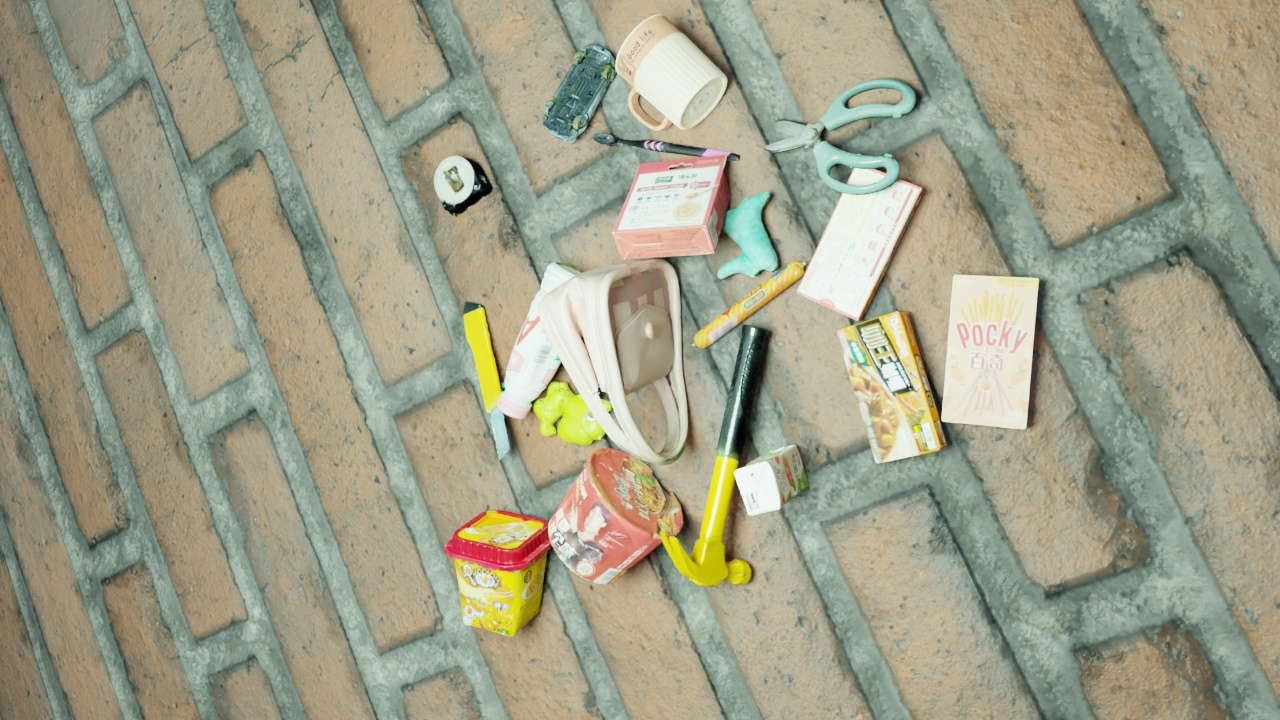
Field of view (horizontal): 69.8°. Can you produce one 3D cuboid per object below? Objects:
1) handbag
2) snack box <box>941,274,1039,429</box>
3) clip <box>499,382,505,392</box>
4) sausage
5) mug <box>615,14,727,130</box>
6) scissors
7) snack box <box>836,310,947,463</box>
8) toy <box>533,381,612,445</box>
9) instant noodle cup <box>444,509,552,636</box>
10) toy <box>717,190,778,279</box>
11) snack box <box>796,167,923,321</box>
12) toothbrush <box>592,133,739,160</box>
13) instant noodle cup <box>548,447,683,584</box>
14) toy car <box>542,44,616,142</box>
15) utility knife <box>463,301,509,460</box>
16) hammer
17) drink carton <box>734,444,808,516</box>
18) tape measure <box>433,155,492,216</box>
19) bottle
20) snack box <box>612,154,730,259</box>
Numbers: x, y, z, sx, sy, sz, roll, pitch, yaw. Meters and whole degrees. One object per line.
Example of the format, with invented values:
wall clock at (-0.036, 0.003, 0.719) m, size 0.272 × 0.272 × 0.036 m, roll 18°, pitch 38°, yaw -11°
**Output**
handbag at (-0.006, 0.006, 1.035) m, size 0.094 × 0.192 × 0.234 m, roll -16°, pitch 94°, yaw 29°
snack box at (0.364, -0.010, 0.959) m, size 0.084 × 0.026 × 0.157 m, roll 5°, pitch 94°, yaw 22°
clip at (-0.177, 0.038, 1.192) m, size 0.057 × 0.014 × 0.047 m, roll -21°, pitch 82°, yaw 21°
sausage at (0.124, -0.063, 1.059) m, size 0.165 × 0.021 × 0.021 m, roll -37°, pitch 78°, yaw 19°
mug at (0.030, -0.320, 1.064) m, size 0.106 × 0.081 × 0.115 m, roll 46°, pitch 134°, yaw 13°
scissors at (0.224, -0.259, 1.004) m, size 0.177 × 0.019 × 0.171 m, roll 32°, pitch 91°, yaw 34°
snack box at (0.271, 0.029, 0.991) m, size 0.075 × 0.026 × 0.153 m, roll -19°, pitch 83°, yaw 36°
toy at (-0.085, 0.069, 1.146) m, size 0.100 × 0.031 × 0.097 m, roll 46°, pitch 107°, yaw 19°
instant noodle cup at (-0.174, 0.268, 1.153) m, size 0.116 × 0.115 × 0.124 m, roll 8°, pitch 106°, yaw 22°
toy at (0.122, -0.135, 1.054) m, size 0.097 × 0.030 × 0.092 m, roll -27°, pitch 79°, yaw 27°
snack box at (0.240, -0.129, 1.006) m, size 0.077 × 0.027 × 0.156 m, roll 28°, pitch 102°, yaw 20°
toothbrush at (0.027, -0.255, 1.095) m, size 0.189 × 0.017 × 0.014 m, roll 13°, pitch 95°, yaw 20°
instant noodle cup at (-0.037, 0.188, 1.080) m, size 0.138 × 0.137 × 0.109 m, roll 46°, pitch 113°, yaw 15°
toy car at (-0.073, -0.327, 1.125) m, size 0.054 × 0.036 × 0.120 m, roll 30°, pitch 93°, yaw 20°
utility knife at (-0.197, 0.023, 1.185) m, size 0.033 × 0.015 × 0.216 m, roll -20°, pitch 75°, yaw 22°
hammer at (0.100, 0.108, 1.045) m, size 0.033 × 0.128 × 0.300 m, roll 9°, pitch 85°, yaw 52°
drink carton at (0.144, 0.130, 1.004) m, size 0.046 × 0.122 × 0.053 m, roll -19°, pitch 87°, yaw 23°
tape measure at (-0.235, -0.232, 1.196) m, size 0.066 × 0.033 × 0.066 m, roll -33°, pitch 80°, yaw 18°
bottle at (-0.121, -0.022, 1.136) m, size 0.068 × 0.068 × 0.197 m, roll 30°, pitch 102°, yaw 19°
snack box at (0.040, -0.176, 1.058) m, size 0.113 × 0.044 × 0.126 m, roll -1°, pitch 48°, yaw 23°
